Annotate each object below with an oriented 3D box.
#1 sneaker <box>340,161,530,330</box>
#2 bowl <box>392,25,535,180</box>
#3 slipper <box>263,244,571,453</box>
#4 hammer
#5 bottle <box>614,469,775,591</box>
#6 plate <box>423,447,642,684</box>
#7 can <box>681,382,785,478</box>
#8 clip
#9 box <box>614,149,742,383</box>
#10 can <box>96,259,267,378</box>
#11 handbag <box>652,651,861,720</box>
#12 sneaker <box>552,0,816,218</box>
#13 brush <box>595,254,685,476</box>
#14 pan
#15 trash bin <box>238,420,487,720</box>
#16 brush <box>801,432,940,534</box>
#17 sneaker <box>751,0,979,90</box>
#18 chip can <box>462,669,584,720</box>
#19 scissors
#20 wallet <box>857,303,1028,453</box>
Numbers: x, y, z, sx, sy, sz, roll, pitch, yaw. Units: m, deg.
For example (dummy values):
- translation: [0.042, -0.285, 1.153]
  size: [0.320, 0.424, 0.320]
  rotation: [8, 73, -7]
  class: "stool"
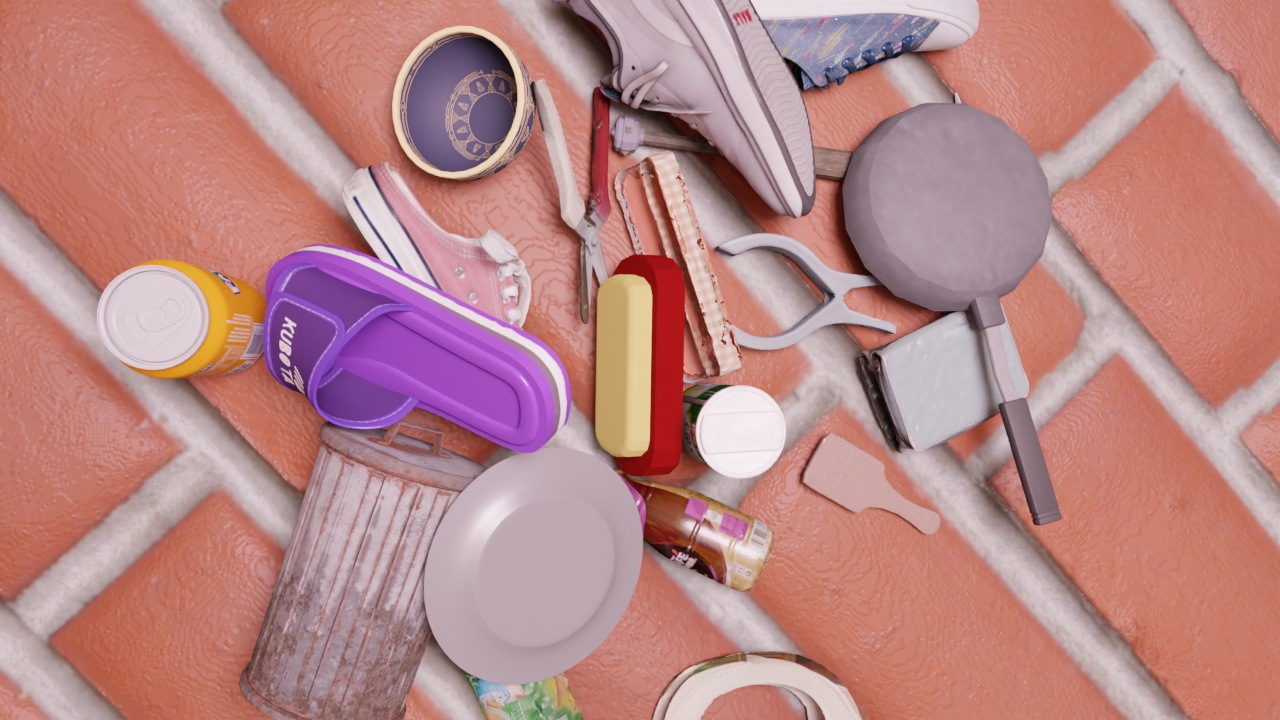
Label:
- translation: [-0.123, -0.048, 0.688]
  size: [0.088, 0.118, 0.241]
  rotation: [-30, 109, -1]
  class: "sneaker"
- translation: [-0.127, -0.193, 0.711]
  size: [0.112, 0.061, 0.112]
  rotation: [1, 92, 21]
  class: "bowl"
- translation: [-0.182, 0.002, 0.627]
  size: [0.267, 0.083, 0.107]
  rotation: [21, 130, 23]
  class: "slipper"
- translation: [0.133, -0.174, 0.772]
  size: [0.316, 0.028, 0.147]
  rotation: [6, 84, -9]
  class: "hammer"
- translation: [0.023, 0.128, 0.743]
  size: [0.166, 0.059, 0.059]
  rotation: [25, 87, 1]
  class: "bottle"
- translation: [-0.071, 0.152, 0.670]
  size: [0.178, 0.012, 0.178]
  rotation: [-6, 101, -32]
  class: "plate"
- translation: [0.065, 0.052, 0.716]
  size: [0.067, 0.121, 0.067]
  rotation: [0, 90, -8]
  class: "can"
- translation: [0.138, -0.082, 0.772]
  size: [0.171, 0.029, 0.141]
  rotation: [-4, 93, -9]
  class: "clip"
- translation: [0.030, -0.074, 0.738]
  size: [0.043, 0.083, 0.187]
  rotation: [-19, 91, -22]
  class: "box"
- translation: [-0.318, -0.027, 0.650]
  size: [0.079, 0.142, 0.079]
  rotation: [0, 90, -8]
  class: "can"
- translation: [0.100, 0.341, 0.743]
  size: [0.200, 0.093, 0.199]
  rotation: [-5, 84, -8]
  class: "handbag"
- translation: [0.039, -0.211, 0.706]
  size: [0.129, 0.096, 0.263]
  rotation: [-25, 106, 34]
  class: "sneaker"
- translation: [-0.004, 0.004, 0.717]
  size: [0.041, 0.082, 0.173]
  rotation: [-1, 94, -27]
  class: "brush"
- translation: [0.278, -0.045, 0.738]
  size: [0.178, 0.041, 0.357]
  rotation: [-13, 83, -11]
  class: "pan"
- translation: [-0.198, 0.148, 0.676]
  size: [0.131, 0.131, 0.211]
  rotation: [19, 89, -8]
  class: "trash bin"
- translation: [0.202, 0.113, 0.792]
  size: [0.135, 0.015, 0.050]
  rotation: [30, 87, -13]
  class: "brush"
- translation: [0.162, -0.261, 0.749]
  size: [0.235, 0.087, 0.079]
  rotation: [-1, 96, -5]
  class: "sneaker"
- translation: [-0.068, 0.314, 0.724]
  size: [0.075, 0.075, 0.223]
  rotation: [-24, 94, -7]
  class: "chip can"
- translation: [-0.046, -0.138, 0.726]
  size: [0.015, 0.179, 0.193]
  rotation: [-1, 58, 29]
  class: "scissors"
- translation: [0.258, 0.011, 0.779]
  size: [0.131, 0.054, 0.100]
  rotation: [-22, 101, -10]
  class: "wallet"
